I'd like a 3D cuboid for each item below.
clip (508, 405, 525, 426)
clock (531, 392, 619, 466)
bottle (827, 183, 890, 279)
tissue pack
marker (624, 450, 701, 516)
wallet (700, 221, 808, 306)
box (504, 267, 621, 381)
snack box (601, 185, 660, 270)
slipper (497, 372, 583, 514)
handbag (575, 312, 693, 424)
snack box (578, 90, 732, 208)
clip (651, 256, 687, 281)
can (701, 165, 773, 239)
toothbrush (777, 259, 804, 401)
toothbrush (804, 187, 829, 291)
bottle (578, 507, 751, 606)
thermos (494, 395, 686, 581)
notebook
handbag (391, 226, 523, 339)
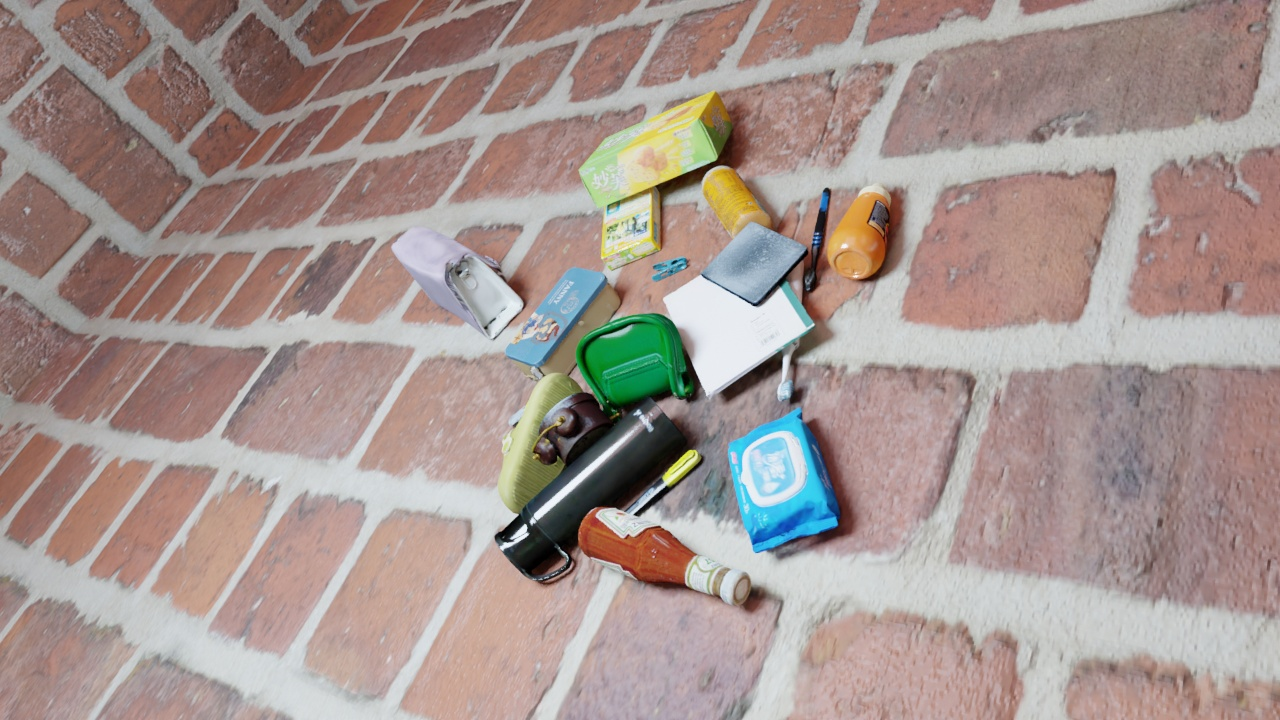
[{"bbox_3d":[-0.156,0.073,1.244,0.058,0.045,0.027,-30,42,25],"label":"clip"},{"bbox_3d":[-0.082,0.085,1.082,0.055,0.121,0.082,47,120,26],"label":"clock"},{"bbox_3d":[0.272,-0.164,1.109,0.067,0.067,0.149,-4,43,35],"label":"bottle"},{"bbox_3d":[0.142,0.119,0.940,0.095,0.052,0.157,-26,41,16],"label":"tissue pack"},{"bbox_3d":[0.019,0.146,1.041,0.124,0.015,0.018,-41,34,0],"label":"marker"},{"bbox_3d":[0.141,-0.121,1.145,0.097,0.019,0.121,-47,38,-5],"label":"wallet"},{"bbox_3d":[-0.104,-0.053,1.293,0.090,0.060,0.184,15,64,44],"label":"box"},{"bbox_3d":[-0.014,-0.205,1.389,0.087,0.034,0.140,-21,41,21],"label":"snack box"},{"bbox_3d":[-0.137,0.101,1.149,0.082,0.091,0.190,-3,54,39],"label":"slipper"},{"bbox_3d":[-0.007,0.007,1.127,0.131,0.068,0.120,-22,85,17],"label":"handbag"},{"bbox_3d":[0.026,-0.325,1.409,0.210,0.070,0.157,-17,25,24],"label":"snack box"},{"bbox_3d":[0.041,-0.130,1.290,0.056,0.013,0.039,-18,44,26],"label":"clip"},{"bbox_3d":[0.131,-0.212,1.261,0.058,0.058,0.146,-32,39,8],"label":"can"},{"bbox_3d":[0.176,-0.041,1.086,0.026,0.026,0.220,-33,34,42],"label":"toothbrush"},{"bbox_3d":[0.226,-0.160,1.172,0.014,0.016,0.189,-3,50,26],"label":"toothbrush"},{"bbox_3d":[0.022,0.204,0.947,0.206,0.060,0.059,12,61,42],"label":"bottle"},{"bbox_3d":[-0.052,0.153,1.059,0.242,0.068,0.090,-43,68,-1],"label":"thermos"},{"bbox_3d":[0.115,-0.059,1.129,0.150,0.012,0.209,-34,37,11],"label":"notebook"},{"bbox_3d":[-0.289,-0.133,1.446,0.098,0.145,0.197,-51,41,-10],"label":"handbag"}]
